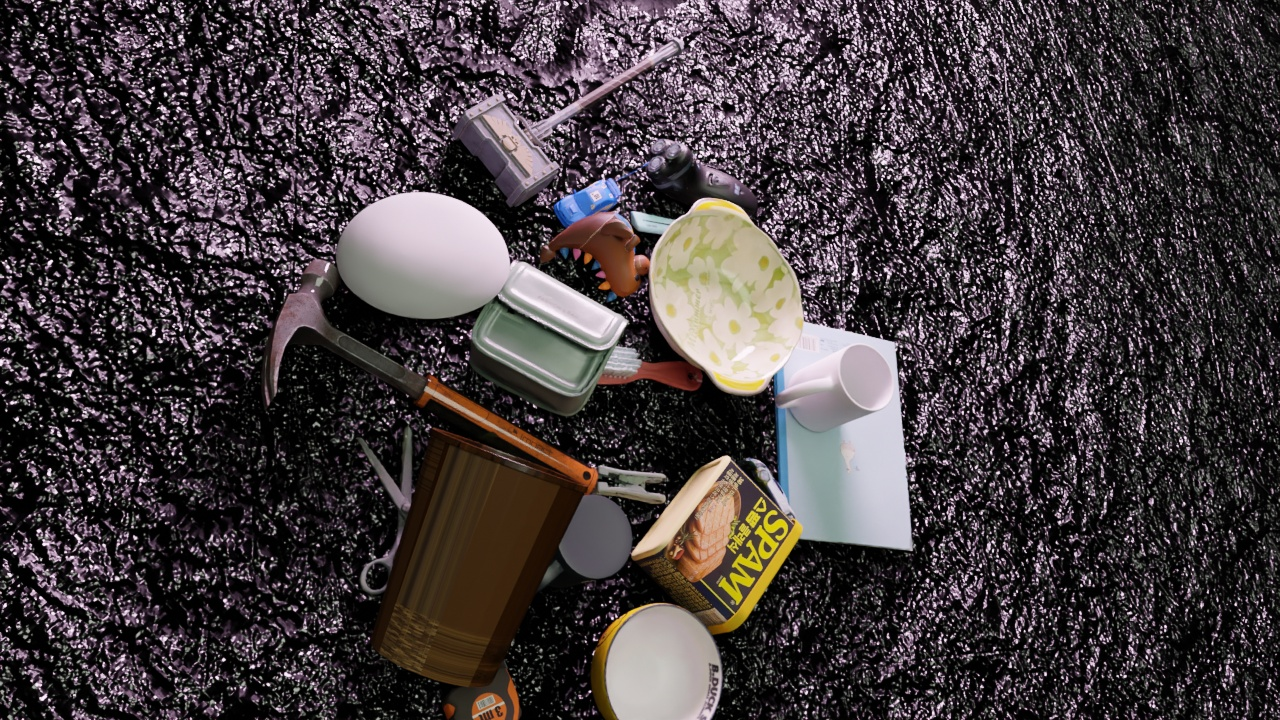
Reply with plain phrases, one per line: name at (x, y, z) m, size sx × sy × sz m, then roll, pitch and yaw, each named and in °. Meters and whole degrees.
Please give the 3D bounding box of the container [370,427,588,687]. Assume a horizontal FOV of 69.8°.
container at (-0.133, 0.154, 0.721) m, size 0.132 × 0.132 × 0.167 m, roll 23°, pitch 83°, yaw -21°

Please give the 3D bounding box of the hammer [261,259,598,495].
hammer at (-0.174, 0.046, 0.799) m, size 0.314 × 0.035 × 0.137 m, roll 32°, pitch 48°, yaw -19°

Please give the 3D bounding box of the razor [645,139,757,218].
razor at (0.072, -0.198, 1.015) m, size 0.140 × 0.064 × 0.053 m, roll 19°, pitch 65°, yaw -22°

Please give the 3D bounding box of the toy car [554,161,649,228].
toy car at (-0.039, -0.175, 0.945) m, size 0.091 × 0.062 × 0.033 m, roll -34°, pitch 91°, yaw -34°

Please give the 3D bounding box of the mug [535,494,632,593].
mug at (-0.067, 0.169, 0.797) m, size 0.104 × 0.078 × 0.071 m, roll -38°, pitch 93°, yaw -34°

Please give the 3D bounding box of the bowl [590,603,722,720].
bowl at (0.006, 0.276, 0.806) m, size 0.117 × 0.068 × 0.117 m, roll 10°, pitch 68°, yaw -26°

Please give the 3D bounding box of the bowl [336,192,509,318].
bowl at (-0.187, -0.103, 0.798) m, size 0.149 × 0.043 × 0.149 m, roll 8°, pitch 47°, yaw -8°

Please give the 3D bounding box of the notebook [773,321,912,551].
notebook at (0.227, 0.081, 1.036) m, size 0.181 × 0.009 × 0.253 m, roll 11°, pitch 68°, yaw -25°

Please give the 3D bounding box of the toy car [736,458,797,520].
toy car at (0.130, 0.139, 0.943) m, size 0.027 × 0.039 × 0.090 m, roll -29°, pitch 89°, yaw -36°

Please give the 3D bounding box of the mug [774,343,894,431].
mug at (0.198, 0.032, 0.976) m, size 0.110 × 0.091 × 0.073 m, roll -6°, pitch 75°, yaw -30°

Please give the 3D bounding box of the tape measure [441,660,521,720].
tape measure at (-0.127, 0.287, 0.748) m, size 0.058 × 0.038 × 0.058 m, roll -18°, pitch 68°, yaw -33°

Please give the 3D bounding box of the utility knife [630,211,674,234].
utility knife at (0.061, -0.143, 1.022) m, size 0.165 × 0.015 × 0.022 m, roll 5°, pitch 69°, yaw -32°

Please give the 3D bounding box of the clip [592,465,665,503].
clip at (-0.010, 0.120, 0.881) m, size 0.075 × 0.023 × 0.042 m, roll 11°, pitch 70°, yaw -24°

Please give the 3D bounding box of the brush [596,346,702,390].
brush at (-0.005, 0.005, 0.920) m, size 0.172 × 0.030 × 0.041 m, roll 7°, pitch 69°, yaw -28°

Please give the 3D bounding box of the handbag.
handbag at (-0.087, -0.021, 0.837) m, size 0.122 × 0.067 × 0.106 m, roll 28°, pitch 69°, yaw 1°

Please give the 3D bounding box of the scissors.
scissors at (-0.186, 0.136, 0.781) m, size 0.158 × 0.014 × 0.141 m, roll 28°, pitch 62°, yaw -21°

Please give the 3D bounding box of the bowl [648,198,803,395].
bowl at (0.080, -0.061, 0.974) m, size 0.188 × 0.060 × 0.219 m, roll 5°, pitch 70°, yaw -27°

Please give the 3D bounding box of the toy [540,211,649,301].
toy at (-0.045, -0.101, 0.933) m, size 0.103 × 0.070 × 0.090 m, roll -25°, pitch 102°, yaw -9°

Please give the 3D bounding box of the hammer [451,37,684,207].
hammer at (-0.051, -0.283, 0.987) m, size 0.098 × 0.044 × 0.321 m, roll 51°, pitch 56°, yaw -4°

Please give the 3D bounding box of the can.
can at (0.073, 0.175, 0.878) m, size 0.104 × 0.075 × 0.134 m, roll 46°, pitch 57°, yaw -5°
